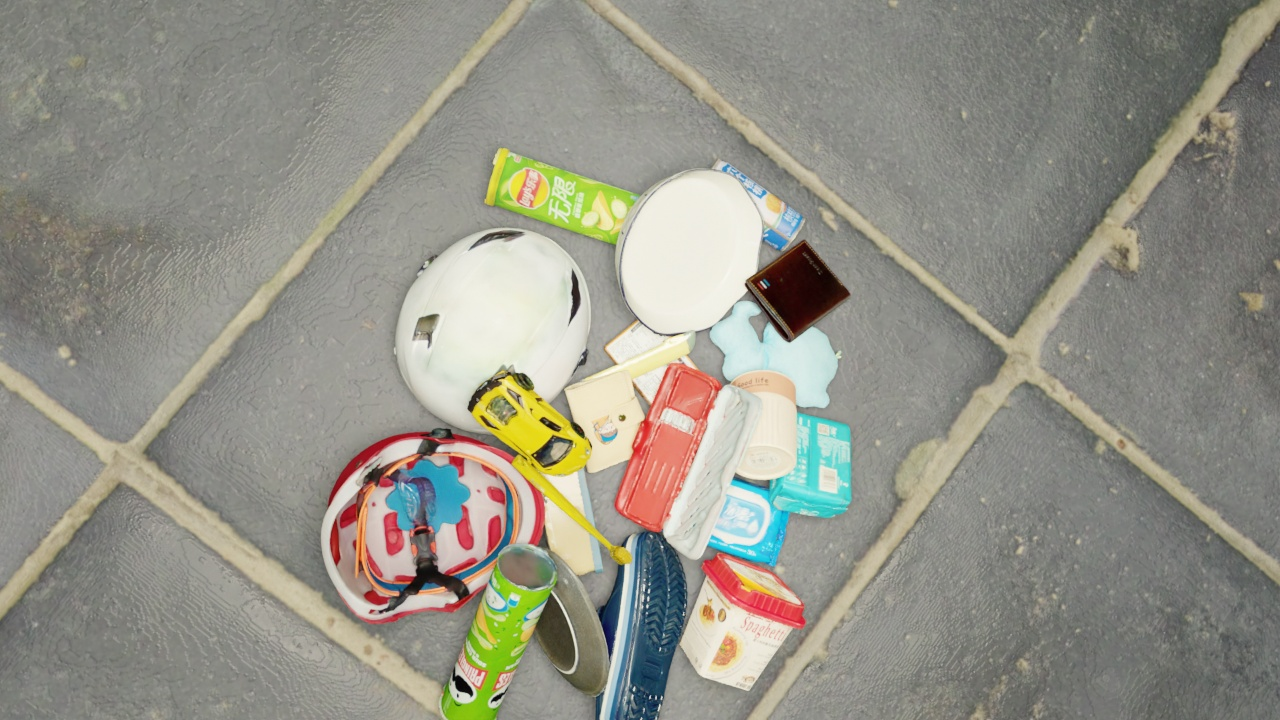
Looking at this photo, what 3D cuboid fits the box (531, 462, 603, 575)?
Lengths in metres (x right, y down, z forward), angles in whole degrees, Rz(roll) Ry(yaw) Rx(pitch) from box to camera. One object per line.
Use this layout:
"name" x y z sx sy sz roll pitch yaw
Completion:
"box" -0.090 0.177 1.096 0.062 0.090 0.184 -13 91 -9

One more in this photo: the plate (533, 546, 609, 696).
"plate" -0.094 0.301 1.047 0.024 0.180 0.179 -17 89 -31

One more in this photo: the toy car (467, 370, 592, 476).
"toy car" -0.118 0.074 1.011 0.071 0.041 0.156 -41 111 16

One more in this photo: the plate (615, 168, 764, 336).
"plate" 0.055 -0.132 1.103 0.204 0.045 0.205 -15 121 -26

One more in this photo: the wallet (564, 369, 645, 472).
"wallet" -0.037 0.073 1.121 0.087 0.024 0.115 -20 110 -14

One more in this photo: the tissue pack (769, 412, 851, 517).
"tissue pack" 0.209 0.126 1.134 0.093 0.050 0.133 14 54 -6

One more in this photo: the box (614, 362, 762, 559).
"box" 0.057 0.115 1.080 0.058 0.161 0.201 18 95 -48

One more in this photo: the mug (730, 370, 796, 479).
"mug" 0.136 0.084 1.104 0.081 0.115 0.105 28 47 -27

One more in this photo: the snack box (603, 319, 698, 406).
"snack box" 0.030 0.020 1.149 0.075 0.026 0.153 -39 92 -7

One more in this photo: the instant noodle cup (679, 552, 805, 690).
"instant noodle cup" 0.116 0.315 1.100 0.116 0.116 0.124 23 96 -22

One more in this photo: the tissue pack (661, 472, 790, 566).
"tissue pack" 0.108 0.190 1.136 0.157 0.052 0.095 19 85 -6

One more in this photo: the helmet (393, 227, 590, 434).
"helmet" -0.169 -0.044 1.068 0.229 0.146 0.258 36 83 -4

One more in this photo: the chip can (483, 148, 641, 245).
"chip can" -0.076 -0.192 1.124 0.221 0.072 0.072 17 85 -5

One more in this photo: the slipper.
"slipper" -0.013 0.333 1.098 0.095 0.105 0.252 -3 69 33

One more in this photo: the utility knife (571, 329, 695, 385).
"utility knife" -0.007 0.007 1.119 0.167 0.018 0.031 -25 108 -5

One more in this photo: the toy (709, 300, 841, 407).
"toy" 0.177 -0.007 1.156 0.156 0.050 0.161 -18 81 -6

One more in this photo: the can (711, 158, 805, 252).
"can" 0.139 -0.196 1.159 0.134 0.053 0.053 34 83 -4

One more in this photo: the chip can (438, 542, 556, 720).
"chip can" -0.162 0.315 1.033 0.072 0.072 0.236 21 116 -6

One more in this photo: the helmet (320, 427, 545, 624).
"helmet" -0.241 0.170 1.050 0.239 0.144 0.207 -10 106 -19

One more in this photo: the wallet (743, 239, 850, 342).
"wallet" 0.198 -0.089 1.156 0.122 0.020 0.096 -35 87 -30

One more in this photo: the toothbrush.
"toothbrush" -0.074 0.171 1.033 0.190 0.017 0.015 47 58 -22
